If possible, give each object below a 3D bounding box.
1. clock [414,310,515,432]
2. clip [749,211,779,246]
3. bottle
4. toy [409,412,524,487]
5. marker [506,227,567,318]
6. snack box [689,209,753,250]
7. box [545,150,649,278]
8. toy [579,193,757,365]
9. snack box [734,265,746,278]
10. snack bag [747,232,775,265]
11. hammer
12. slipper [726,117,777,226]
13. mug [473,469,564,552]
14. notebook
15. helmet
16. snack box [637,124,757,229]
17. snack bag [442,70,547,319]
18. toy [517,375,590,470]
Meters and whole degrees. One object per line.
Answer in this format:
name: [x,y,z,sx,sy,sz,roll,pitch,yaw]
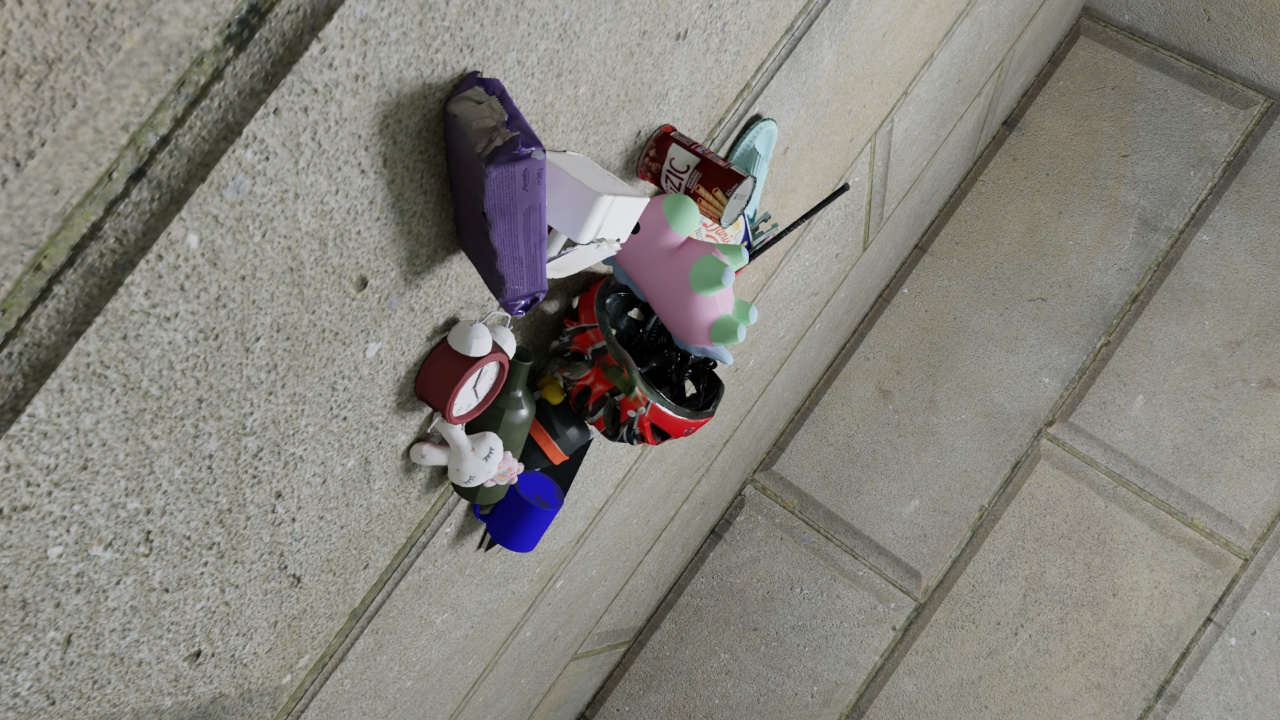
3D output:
clock: [-0.177,0.008,0.946,0.138,0.048,0.096,-57,162,9]
clip: [0.160,-0.178,1.306,0.076,0.047,0.023,-38,169,1]
bottle: [-0.164,0.073,1.060,0.071,0.071,0.207,-31,150,-51]
toy: [-0.186,0.107,1.014,0.076,0.125,0.037,-52,-155,10]
marker: [-0.104,-0.107,0.975,0.145,0.019,0.019,-57,162,5]
snack box: [0.070,-0.160,1.191,0.145,0.042,0.144,-34,150,-4]
box: [-0.072,-0.125,0.894,0.130,0.103,0.109,-60,162,23]
toy: [0.036,-0.091,1.035,0.119,0.171,0.222,-53,138,-46]
snack box: [0.127,-0.134,1.444,0.132,0.021,0.089,-46,-168,-26]
snack bag: [0.134,-0.148,1.379,0.074,0.018,0.156,-46,-164,-32]
hammer: [0.157,-0.142,1.240,0.326,0.015,0.094,-36,-156,43]
slipper: [0.131,-0.212,1.310,0.276,0.069,0.115,-58,165,12]
mug: [-0.171,0.200,1.247,0.111,0.079,0.084,19,117,-29]
notebook: [-0.153,0.194,1.393,0.206,0.016,0.149,-27,148,-55]
helmet: [-0.007,0.007,1.125,0.167,0.217,0.271,-36,175,18]
snack box: [0.065,-0.210,1.054,0.072,0.121,0.072,-47,161,-22]
snack bag: [-0.122,-0.130,0.775,0.058,0.096,0.206,-22,149,-20]
toy: [-0.128,0.090,1.149,0.119,0.100,0.097,-36,-166,-3]
